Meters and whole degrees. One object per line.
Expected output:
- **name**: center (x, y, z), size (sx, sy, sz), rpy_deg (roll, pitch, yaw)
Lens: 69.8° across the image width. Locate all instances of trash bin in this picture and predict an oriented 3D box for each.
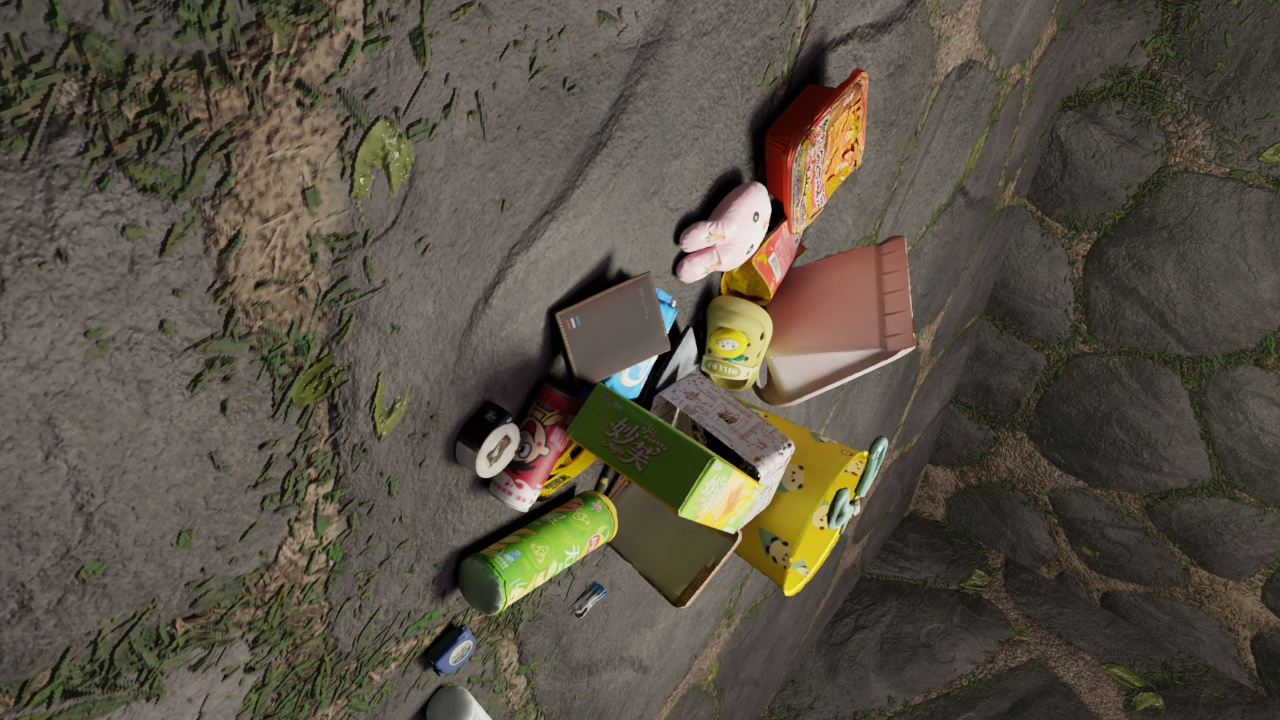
- **trash bin**: center (0.163, 0.173, 1.326), size (0.228, 0.255, 0.230), rpy_deg (-43, 149, -34)

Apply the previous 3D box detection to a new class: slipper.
- **slipper**: center (0.127, -0.006, 1.262), size (0.191, 0.092, 0.081), rpy_deg (89, 16, -53)

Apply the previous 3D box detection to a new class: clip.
- **clip**: center (-0.075, 0.349, 1.336), size (0.056, 0.025, 0.030), rpy_deg (-44, 146, -23)

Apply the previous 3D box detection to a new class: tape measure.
- **tape measure**: center (-0.152, 0.084, 0.923), size (0.065, 0.033, 0.066), rpy_deg (-51, 151, -21)
- **tape measure**: center (-0.219, 0.335, 1.061), size (0.058, 0.025, 0.055), rpy_deg (-43, 151, -26)

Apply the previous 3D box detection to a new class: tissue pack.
- **tissue pack**: center (-0.016, -0.014, 1.051), size (0.157, 0.052, 0.095), rpy_deg (-64, 154, 4)

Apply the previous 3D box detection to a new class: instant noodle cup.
- **instant noodle cup**: center (0.225, -0.278, 1.195), size (0.188, 0.079, 0.165), rpy_deg (-48, 152, -22)

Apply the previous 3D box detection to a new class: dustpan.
- **dustpan**: center (0.277, -0.043, 1.347), size (0.139, 0.274, 0.222), rpy_deg (60, 32, -44)

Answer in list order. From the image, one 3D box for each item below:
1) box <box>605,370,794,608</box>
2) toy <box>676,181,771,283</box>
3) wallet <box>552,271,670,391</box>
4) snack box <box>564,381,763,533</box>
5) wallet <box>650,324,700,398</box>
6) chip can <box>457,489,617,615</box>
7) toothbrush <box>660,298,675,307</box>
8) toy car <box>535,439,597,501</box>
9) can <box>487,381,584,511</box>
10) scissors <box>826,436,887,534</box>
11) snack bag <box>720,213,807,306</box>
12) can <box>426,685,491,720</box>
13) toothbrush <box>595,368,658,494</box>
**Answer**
- **box**: center (0.065, 0.165, 1.191), size (0.124, 0.179, 0.274), rpy_deg (-8, 131, -57)
- **toy**: center (0.105, -0.155, 1.137), size (0.159, 0.054, 0.121), rpy_deg (-35, 147, -30)
- **wallet**: center (-0.030, -0.031, 0.979), size (0.122, 0.020, 0.096), rpy_deg (-25, 119, -23)
- **snack box**: center (0.032, 0.111, 1.001), size (0.070, 0.158, 0.210), rpy_deg (-57, 154, -2)
- **wallet**: center (0.047, 0.015, 1.214), size (0.097, 0.019, 0.121), rpy_deg (-60, 163, -16)
- **chip can**: center (-0.117, 0.223, 1.080), size (0.220, 0.072, 0.073), rpy_deg (-23, 135, -52)
- **toothbrush**: center (-0.007, 0.007, 1.128), size (0.021, 0.029, 0.189), rpy_deg (23, 99, -24)
- **toy car**: center (-0.073, 0.098, 1.039), size (0.156, 0.041, 0.071), rpy_deg (-43, 155, 5)
- **can**: center (-0.111, 0.092, 0.983), size (0.132, 0.053, 0.053), rpy_deg (-61, 154, 0)
- **scissors**: center (0.286, 0.189, 1.251), size (0.178, 0.019, 0.173), rpy_deg (-29, 141, -49)
- **snack bag**: center (0.194, -0.155, 1.287), size (0.207, 0.073, 0.129), rpy_deg (-48, 157, -37)
- **can**: center (-0.218, 0.456, 1.143), size (0.058, 0.058, 0.147), rpy_deg (-48, 151, -25)
- **toothbrush**: center (-0.021, 0.093, 1.195), size (0.012, 0.017, 0.186), rpy_deg (-3, 120, -63)
